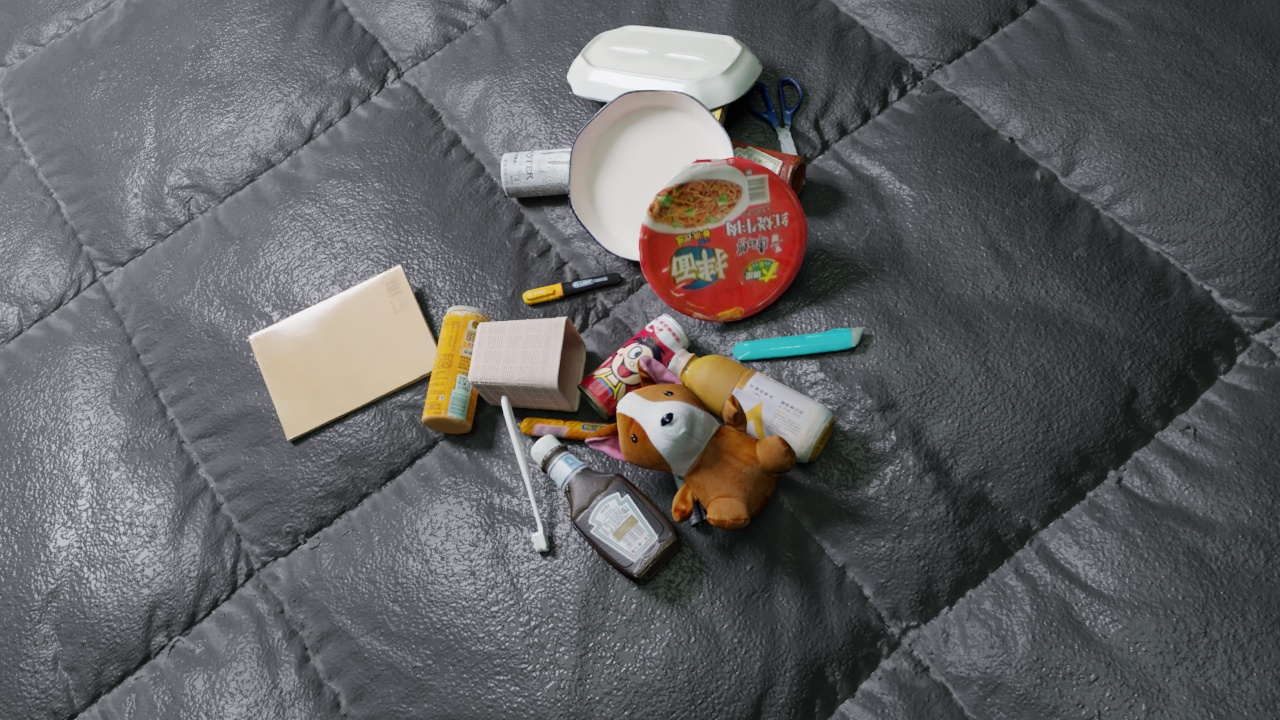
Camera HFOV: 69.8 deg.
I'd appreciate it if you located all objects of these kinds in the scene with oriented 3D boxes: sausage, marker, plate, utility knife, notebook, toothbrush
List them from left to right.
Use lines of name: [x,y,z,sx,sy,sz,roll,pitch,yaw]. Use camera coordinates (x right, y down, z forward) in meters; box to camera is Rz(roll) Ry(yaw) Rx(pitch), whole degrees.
notebook: [-0.363,-0.012,1.131,0.211,0.012,0.149,-26,75,-3]
toothbrush: [-0.131,0.125,1.020,0.016,0.016,0.180,-18,80,8]
marker: [-0.085,-0.090,1.133,0.124,0.015,0.018,-12,69,2]
sausage: [-0.063,0.081,1.048,0.165,0.021,0.021,4,67,11]
plate: [0.015,-0.222,1.112,0.205,0.045,0.205,2,99,10]
plate: [0.026,-0.389,1.199,0.266,0.034,0.161,18,54,28]
marker: [0.045,0.121,1.014,0.022,0.018,0.130,-9,63,-18]
utility knife: [0.181,-0.018,1.057,0.151,0.013,0.029,-6,62,9]

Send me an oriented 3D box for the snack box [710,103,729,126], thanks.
snack box: [0.076,-0.339,1.184,0.077,0.027,0.155,2,48,16]

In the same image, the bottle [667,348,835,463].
bottle: [0.117,0.044,1.008,0.189,0.068,0.068,28,73,20]

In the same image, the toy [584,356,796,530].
toy: [0.051,0.090,0.959,0.199,0.130,0.140,36,79,18]

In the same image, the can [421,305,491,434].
can: [-0.216,0.011,1.085,0.058,0.058,0.145,2,66,11]

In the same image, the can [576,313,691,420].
can: [-0.006,0.006,1.054,0.132,0.053,0.053,-40,66,-9]

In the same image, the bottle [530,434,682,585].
bottle: [-0.045,0.154,1.000,0.079,0.044,0.195,-44,66,-11]

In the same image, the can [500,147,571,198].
can: [-0.103,-0.243,1.181,0.147,0.058,0.058,-3,65,9]

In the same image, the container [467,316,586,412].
container: [-0.131,0.005,1.059,0.111,0.090,0.090,0,66,14]

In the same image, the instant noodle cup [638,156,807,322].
instant noodle cup: [0.091,-0.145,1.058,0.194,0.194,0.065,-15,26,3]

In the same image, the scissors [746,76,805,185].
scissors: [0.174,-0.294,1.183,0.125,0.012,0.173,15,70,14]

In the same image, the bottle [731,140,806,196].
bottle: [0.103,-0.249,1.149,0.206,0.060,0.059,20,71,24]
